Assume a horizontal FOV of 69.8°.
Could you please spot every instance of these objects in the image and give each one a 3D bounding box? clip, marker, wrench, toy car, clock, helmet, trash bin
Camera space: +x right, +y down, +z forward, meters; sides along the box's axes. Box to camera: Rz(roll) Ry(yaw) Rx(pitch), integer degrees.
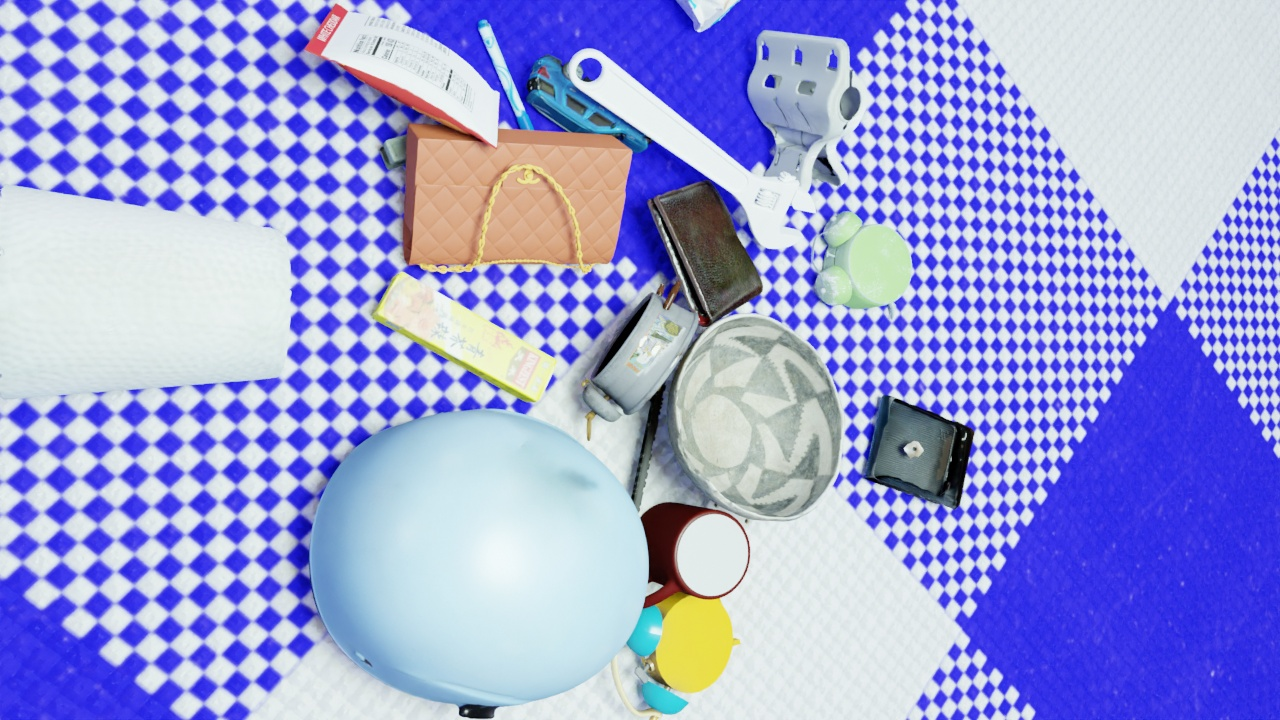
[{"bbox_3d":[0.153,-0.227,0.847,0.075,0.125,0.144,-21,120,-21],"label":"clip"},{"bbox_3d":[-0.107,-0.220,0.779,0.013,0.013,0.142,-26,98,-24],"label":"marker"},{"bbox_3d":[0.050,-0.179,0.787,0.273,0.018,0.066,29,116,-30],"label":"wrench"},{"bbox_3d":[-0.043,-0.214,0.787,0.120,0.056,0.043,27,82,-18],"label":"toy car"},{"bbox_3d":[0.218,-0.095,0.904,0.119,0.043,0.094,12,81,-23],"label":"clock"},{"bbox_3d":[-0.170,-0.175,0.738,0.076,0.045,0.023,-25,99,-26],"label":"clip"},{"bbox_3d":[0.030,0.250,0.796,0.129,0.044,0.099,-23,101,-32],"label":"clock"},{"bbox_3d":[-0.097,0.149,0.680,0.265,0.167,0.225,25,67,-31],"label":"helmet"},{"bbox_3d":[-0.325,-0.041,0.608,0.161,0.133,0.133,1,86,-30],"label":"trash bin"},{"bbox_3d":[-0.004,0.005,0.769,0.056,0.104,0.148,36,88,-8],"label":"clock"}]

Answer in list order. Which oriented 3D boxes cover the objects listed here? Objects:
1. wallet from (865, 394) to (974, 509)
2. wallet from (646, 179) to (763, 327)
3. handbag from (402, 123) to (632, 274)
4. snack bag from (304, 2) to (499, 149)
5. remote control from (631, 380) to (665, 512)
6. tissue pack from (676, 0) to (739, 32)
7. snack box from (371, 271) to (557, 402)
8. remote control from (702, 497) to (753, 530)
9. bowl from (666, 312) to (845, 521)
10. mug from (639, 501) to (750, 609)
[{"bbox_3d":[0.281,0.093,0.930,0.115,0.026,0.089,21,78,-22],"label":"wallet"},{"bbox_3d":[0.057,-0.098,0.819,0.099,0.031,0.120,-31,98,-52],"label":"wallet"},{"bbox_3d":[-0.098,-0.125,0.738,0.171,0.060,0.109,-3,120,-25],"label":"handbag"},{"bbox_3d":[-0.172,-0.221,0.698,0.144,0.130,0.039,25,117,-22],"label":"snack bag"},{"bbox_3d":[0.004,0.082,0.801,0.009,0.030,0.140,13,81,-4],"label":"remote control"},{"bbox_3d":[0.089,-0.406,0.853,0.208,0.066,0.117,-45,105,-22],"label":"tissue pack"},{"bbox_3d":[-0.140,-0.017,0.741,0.148,0.029,0.040,30,75,-20],"label":"snack box"},{"bbox_3d":[0.105,0.087,0.858,0.050,0.011,0.135,30,75,-20],"label":"remote control"},{"bbox_3d":[0.087,0.054,0.800,0.178,0.081,0.178,8,74,-29],"label":"bowl"},{"bbox_3d":[0.031,0.171,0.779,0.105,0.083,0.073,-43,104,-21],"label":"mug"}]
